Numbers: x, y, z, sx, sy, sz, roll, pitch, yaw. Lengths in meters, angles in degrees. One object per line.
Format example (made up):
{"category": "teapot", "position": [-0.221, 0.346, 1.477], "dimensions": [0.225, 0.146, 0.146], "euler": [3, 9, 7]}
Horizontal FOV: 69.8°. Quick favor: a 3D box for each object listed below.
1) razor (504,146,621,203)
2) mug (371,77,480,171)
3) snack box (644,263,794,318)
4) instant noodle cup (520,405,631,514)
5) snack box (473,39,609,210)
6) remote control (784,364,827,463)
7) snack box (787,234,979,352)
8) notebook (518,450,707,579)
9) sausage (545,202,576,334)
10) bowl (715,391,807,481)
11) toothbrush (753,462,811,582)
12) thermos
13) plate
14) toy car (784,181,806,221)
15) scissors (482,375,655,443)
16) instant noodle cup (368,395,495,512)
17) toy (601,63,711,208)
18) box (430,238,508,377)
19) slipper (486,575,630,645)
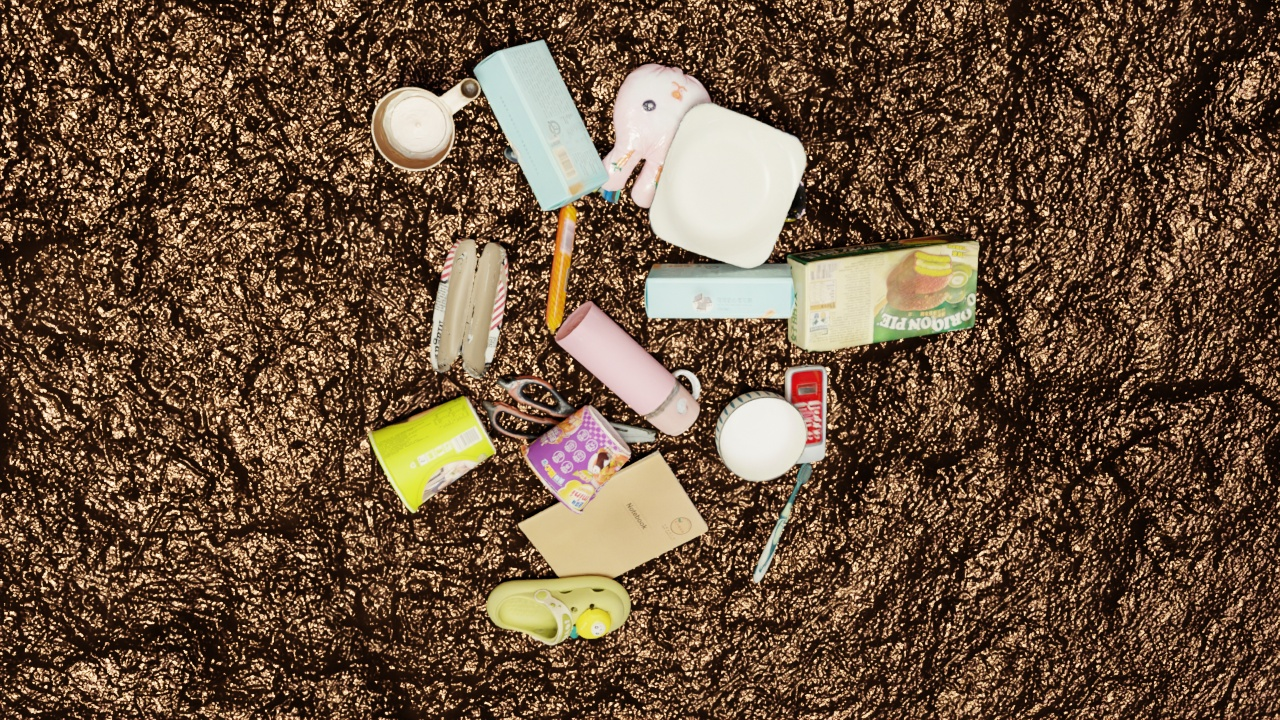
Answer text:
{"category": "razor", "position": [-0.090, -0.222, 1.069], "dimensions": [0.142, 0.022, 0.042], "euler": [14, 90, -14]}
{"category": "mug", "position": [-0.226, -0.264, 0.989], "dimensions": [0.124, 0.103, 0.084], "euler": [-36, 110, 2]}
{"category": "snack box", "position": [0.095, -0.083, 1.095], "dimensions": [0.175, 0.074, 0.052], "euler": [0, 110, 7]}
{"category": "instant noodle cup", "position": [-0.073, 0.116, 1.122], "dimensions": [0.099, 0.111, 0.111], "euler": [-40, 110, 3]}
{"category": "snack box", "position": [-0.107, -0.258, 1.008], "dimensions": [0.052, 0.074, 0.175], "euler": [-17, 103, 40]}
{"category": "remote control", "position": [0.219, 0.072, 1.219], "dimensions": [0.056, 0.020, 0.136], "euler": [-5, 108, -10]}
{"category": "snack box", "position": [0.302, -0.086, 1.147], "dimensions": [0.239, 0.063, 0.114], "euler": [-9, 109, -15]}
{"category": "notebook", "position": [-0.034, 0.218, 1.202], "dimensions": [0.208, 0.008, 0.148], "euler": [-28, 118, 7]}
{"category": "sausage", "position": [-0.096, -0.111, 1.103], "dimensions": [0.021, 0.021, 0.165], "euler": [6, 106, -12]}
{"category": "bowl", "position": [0.150, 0.091, 1.188], "dimensions": [0.116, 0.066, 0.116], "euler": [-3, 107, -8]}
{"category": "toothbrush", "position": [0.196, 0.225, 1.263], "dimensions": [0.016, 0.018, 0.192], "euler": [17, 103, -15]}
{"category": "thermos", "position": [-0.007, 0.007, 1.138], "dimensions": [0.198, 0.067, 0.087], "euler": [40, 67, -18]}
{"category": "plate", "position": [0.096, -0.201, 1.060], "dimensions": [0.164, 0.034, 0.164], "euler": [17, 101, -20]}
{"category": "toy car", "position": [0.141, -0.191, 1.114], "dimensions": [0.122, 0.037, 0.056], "euler": [-10, 110, -11]}
{"category": "scissors", "position": [-0.082, 0.065, 1.164], "dimensions": [0.208, 0.015, 0.185], "euler": [-22, 110, -2]}
{"category": "instant noodle cup", "position": [-0.245, 0.105, 1.106], "dimensions": [0.123, 0.112, 0.112], "euler": [-29, 110, -10]}
{"category": "toy", "position": [0.016, -0.258, 1.057], "dimensions": [0.121, 0.054, 0.159], "euler": [19, 100, -24]}
{"category": "box", "position": [-0.211, -0.062, 1.073], "dimensions": [0.087, 0.076, 0.163], "euler": [1, 110, -32]}
{"category": "slipper", "position": [-0.108, 0.339, 1.207], "dimensions": [0.190, 0.081, 0.092], "euler": [3, 120, -5]}
